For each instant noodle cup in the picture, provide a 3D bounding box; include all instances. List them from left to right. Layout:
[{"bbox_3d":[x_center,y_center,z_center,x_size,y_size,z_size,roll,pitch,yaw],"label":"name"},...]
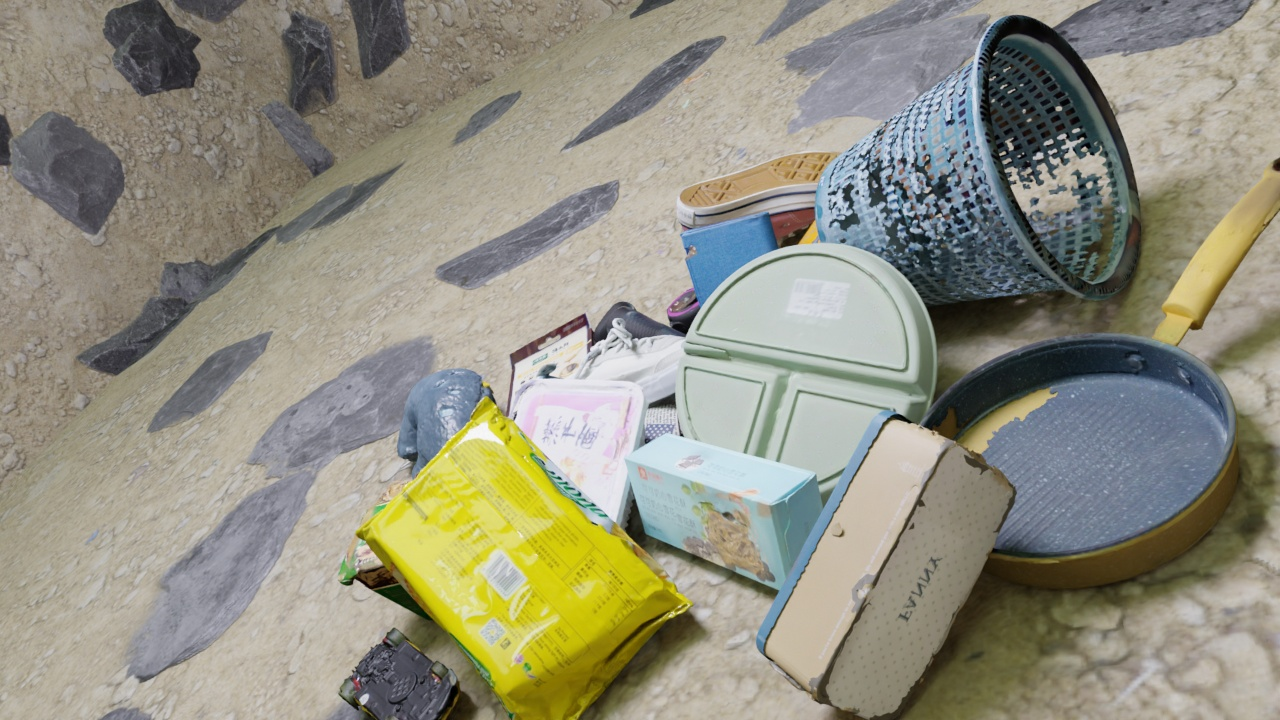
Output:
[{"bbox_3d":[-0.060,0.106,0.808,0.138,0.060,0.173,1,64,28],"label":"instant noodle cup"}]

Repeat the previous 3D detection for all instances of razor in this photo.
[{"bbox_3d":[0.018,-0.018,0.987,0.168,0.067,0.062,23,71,47],"label":"razor"}]

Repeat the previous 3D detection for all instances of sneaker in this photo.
[{"bbox_3d":[-0.005,0.005,0.904,0.243,0.090,0.089,-22,-8,30],"label":"sneaker"},{"bbox_3d":[0.158,-0.170,1.038,0.241,0.088,0.118,-15,40,-8],"label":"sneaker"}]

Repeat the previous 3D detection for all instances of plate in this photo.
[{"bbox_3d":[0.122,0.009,0.741,0.231,0.027,0.230,-13,67,32],"label":"plate"}]

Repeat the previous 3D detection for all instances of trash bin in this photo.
[{"bbox_3d":[0.265,-0.135,0.765,0.196,0.226,0.225,-20,29,51],"label":"trash bin"}]

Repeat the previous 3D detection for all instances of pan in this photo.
[{"bbox_3d":[0.328,-0.002,0.603,0.357,0.078,0.198,-40,29,-9],"label":"pan"}]

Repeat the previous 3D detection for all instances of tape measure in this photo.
[{"bbox_3d":[0.057,-0.053,1.008,0.058,0.039,0.057,-28,29,12],"label":"tape measure"}]

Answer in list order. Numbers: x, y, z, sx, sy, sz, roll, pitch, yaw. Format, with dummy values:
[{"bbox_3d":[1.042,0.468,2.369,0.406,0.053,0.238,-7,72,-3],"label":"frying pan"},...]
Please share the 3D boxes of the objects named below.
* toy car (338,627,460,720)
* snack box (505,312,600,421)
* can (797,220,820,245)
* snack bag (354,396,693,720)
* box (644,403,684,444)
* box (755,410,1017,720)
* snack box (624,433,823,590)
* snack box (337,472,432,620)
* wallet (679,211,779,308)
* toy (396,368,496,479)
[{"bbox_3d":[-0.199,0.277,0.770,0.156,0.041,0.071,4,47,52],"label":"toy car"},{"bbox_3d":[-0.095,0.018,1.045,0.113,0.053,0.125,-27,28,13],"label":"snack box"},{"bbox_3d":[0.190,-0.110,0.936,0.058,0.058,0.145,-1,43,46],"label":"can"},{"bbox_3d":[-0.098,0.157,0.705,0.158,0.068,0.246,-45,65,-10],"label":"snack bag"},{"bbox_3d":[-0.023,0.095,0.873,0.165,0.060,0.072,-24,52,19],"label":"box"},{"bbox_3d":[0.150,0.117,0.545,0.062,0.089,0.184,22,82,57],"label":"box"},{"bbox_3d":[0.063,0.111,0.701,0.051,0.074,0.175,-28,22,-32],"label":"snack box"},{"bbox_3d":[-0.187,0.175,0.848,0.118,0.105,0.117,-22,33,24],"label":"snack box"},{"bbox_3d":[0.098,-0.073,0.904,0.107,0.133,0.040,-8,15,40],"label":"wallet"},{"bbox_3d":[-0.225,0.077,1.070,0.138,0.091,0.356,-61,26,9],"label":"toy"}]
